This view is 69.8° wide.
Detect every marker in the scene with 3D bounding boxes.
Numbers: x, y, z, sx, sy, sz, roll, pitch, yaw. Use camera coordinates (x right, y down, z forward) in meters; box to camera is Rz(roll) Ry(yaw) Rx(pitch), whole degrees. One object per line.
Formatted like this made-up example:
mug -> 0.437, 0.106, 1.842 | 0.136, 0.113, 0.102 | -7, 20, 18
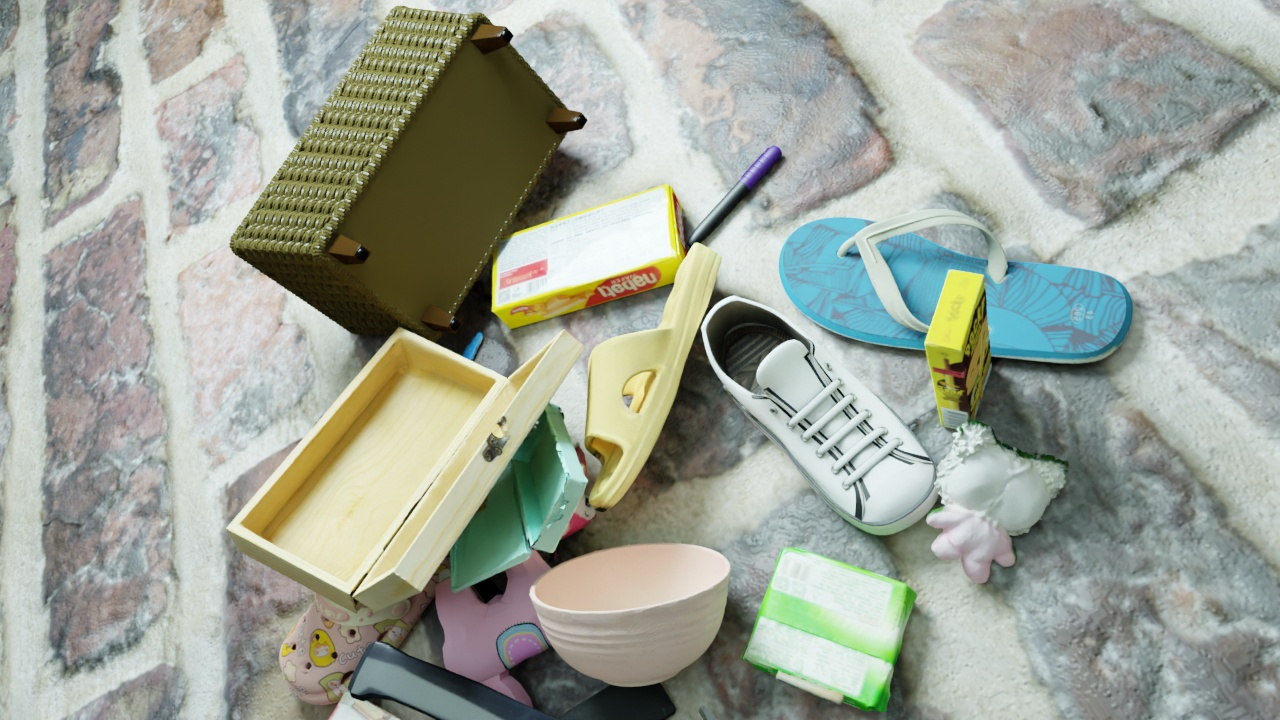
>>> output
marker -> 0.091, -0.161, 0.903 | 0.134, 0.015, 0.018 | -48, 42, -5

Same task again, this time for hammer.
hammer -> -0.070, 0.285, 0.668 | 0.313, 0.035, 0.139 | 18, 64, 10

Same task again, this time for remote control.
remote control -> -0.043, 0.286, 0.703 | 0.140, 0.021, 0.045 | -27, 54, -16

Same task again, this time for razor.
razor -> -0.155, 0.179, 0.814 | 0.044, 0.021, 0.144 | -30, 69, -34

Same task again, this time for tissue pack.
tissue pack -> 0.138, 0.199, 0.682 | 0.114, 0.034, 0.099 | 13, 68, 30

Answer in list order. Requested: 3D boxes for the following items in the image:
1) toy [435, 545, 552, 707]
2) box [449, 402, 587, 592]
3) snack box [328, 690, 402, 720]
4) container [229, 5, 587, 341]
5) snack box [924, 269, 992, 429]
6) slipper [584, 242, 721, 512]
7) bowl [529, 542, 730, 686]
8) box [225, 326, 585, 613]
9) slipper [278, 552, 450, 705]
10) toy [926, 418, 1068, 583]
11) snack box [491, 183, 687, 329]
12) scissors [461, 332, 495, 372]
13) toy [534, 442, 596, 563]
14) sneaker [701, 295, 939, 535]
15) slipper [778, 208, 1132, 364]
toy -> -0.108, 0.234, 0.747 | 0.123, 0.067, 0.157 | -22, 79, -12
box -> -0.105, 0.112, 0.774 | 0.138, 0.055, 0.187 | -47, 20, 6
snack box -> -0.149, 0.353, 0.727 | 0.273, 0.044, 0.076 | 14, 65, 29
container -> -0.219, -0.186, 0.933 | 0.205, 0.176, 0.320 | 16, 71, 45
snack box -> 0.235, -0.003, 0.674 | 0.026, 0.149, 0.061 | 14, 71, 28
slipper -> -0.005, 0.005, 0.802 | 0.078, 0.100, 0.262 | 25, 68, -2
bowl -> -0.004, 0.198, 0.698 | 0.153, 0.152, 0.076 | -5, 96, 22
box -> -0.188, 0.088, 0.786 | 0.253, 0.119, 0.246 | -3, 43, 39
slipper -> -0.252, 0.218, 0.821 | 0.197, 0.081, 0.093 | -46, 56, -7
toy -> 0.250, 0.105, 0.668 | 0.095, 0.041, 0.109 | 26, 87, -4
snack box -> -0.053, -0.104, 0.922 | 0.201, 0.042, 0.092 | -15, 58, 17
scissors -> -0.193, 0.025, 0.936 | 0.127, 0.013, 0.125 | 20, 75, 27
toy -> -0.061, 0.125, 0.802 | 0.050, 0.066, 0.102 | 19, 66, -3
sneaker -> 0.134, 0.029, 0.734 | 0.091, 0.097, 0.245 | -40, 55, 1
slipper -> 0.243, -0.064, 0.759 | 0.295, 0.060, 0.118 | 15, 75, 30
